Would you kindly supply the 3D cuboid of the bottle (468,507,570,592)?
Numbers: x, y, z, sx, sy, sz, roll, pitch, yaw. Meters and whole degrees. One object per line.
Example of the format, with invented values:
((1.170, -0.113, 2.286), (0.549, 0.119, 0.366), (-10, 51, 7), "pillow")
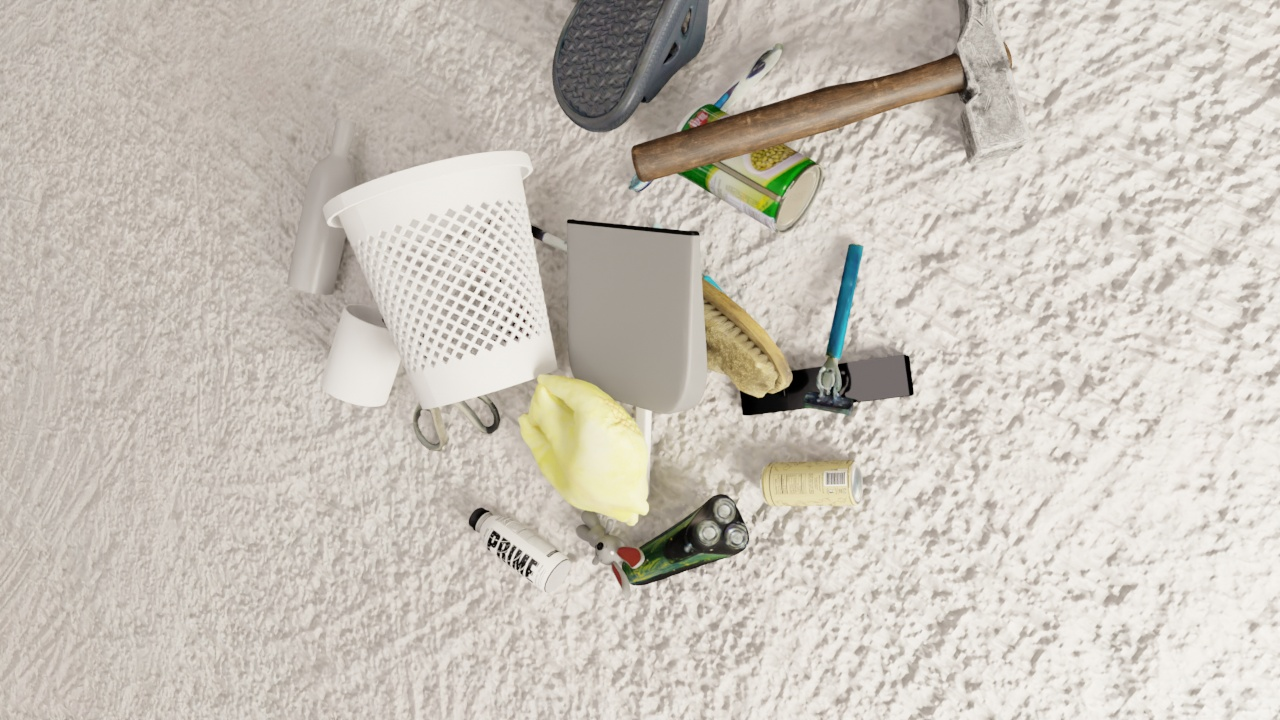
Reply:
((-0.127, 0.188, 0.932), (0.116, 0.041, 0.041), (30, 105, 25), "bottle")

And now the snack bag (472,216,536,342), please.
((-0.146, -0.095, 0.951), (0.057, 0.013, 0.158), (-16, 83, 26), "snack bag")

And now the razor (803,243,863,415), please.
((0.167, -0.028, 0.768), (0.042, 0.022, 0.144), (9, 87, 29), "razor")

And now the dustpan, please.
((-0.005, 0.005, 0.842), (0.163, 0.033, 0.258), (14, 108, 45), "dustpan")

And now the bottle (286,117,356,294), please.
((-0.354, -0.175, 1.039), (0.052, 0.052, 0.195), (21, 101, 26), "bottle")

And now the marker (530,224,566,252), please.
((-0.067, -0.109, 0.909), (0.152, 0.011, 0.011), (27, 104, 25), "marker")

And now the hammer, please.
((0.130, -0.233, 0.729), (0.301, 0.037, 0.217), (-15, 84, 7), "hammer")

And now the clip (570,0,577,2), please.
((-0.054, -0.377, 0.885), (0.052, 0.058, 0.102), (-26, 77, 2), "clip")

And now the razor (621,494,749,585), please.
((0.034, 0.169, 0.833), (0.152, 0.067, 0.054), (-33, 72, 33), "razor")

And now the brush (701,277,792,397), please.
((0.053, -0.032, 0.815), (0.195, 0.043, 0.059), (41, 132, 28), "brush")

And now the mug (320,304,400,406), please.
((-0.309, -0.013, 1.016), (0.110, 0.073, 0.090), (37, 110, 50), "mug")

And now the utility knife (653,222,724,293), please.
((0.067, -0.063, 0.835), (0.022, 0.015, 0.179), (-43, 73, 22), "utility knife")

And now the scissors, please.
((-0.216, 0.029, 0.966), (0.157, 0.012, 0.166), (27, 119, 6), "scissors")

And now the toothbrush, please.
((0.057, -0.219, 0.836), (0.189, 0.017, 0.016), (-41, 72, 24), "toothbrush")

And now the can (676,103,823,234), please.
((0.089, -0.166, 0.791), (0.121, 0.067, 0.067), (35, 107, 23), "can")

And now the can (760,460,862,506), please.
((0.146, 0.105, 0.784), (0.080, 0.038, 0.038), (-5, 89, 28), "can")

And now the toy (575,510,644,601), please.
((-0.029, 0.179, 0.866), (0.112, 0.030, 0.049), (36, 110, 53), "toy")

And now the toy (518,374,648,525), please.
((-0.050, 0.087, 0.849), (0.155, 0.064, 0.171), (46, 147, 7), "toy")

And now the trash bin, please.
((-0.170, -0.069, 0.864), (0.196, 0.195, 0.199), (-14, 95, 28), "trash bin")

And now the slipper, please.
((0.009, -0.319, 0.833), (0.111, 0.083, 0.268), (20, 82, 31), "slipper")

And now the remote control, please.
((0.157, 0.022, 0.790), (0.150, 0.013, 0.034), (-9, 83, 28), "remote control")
